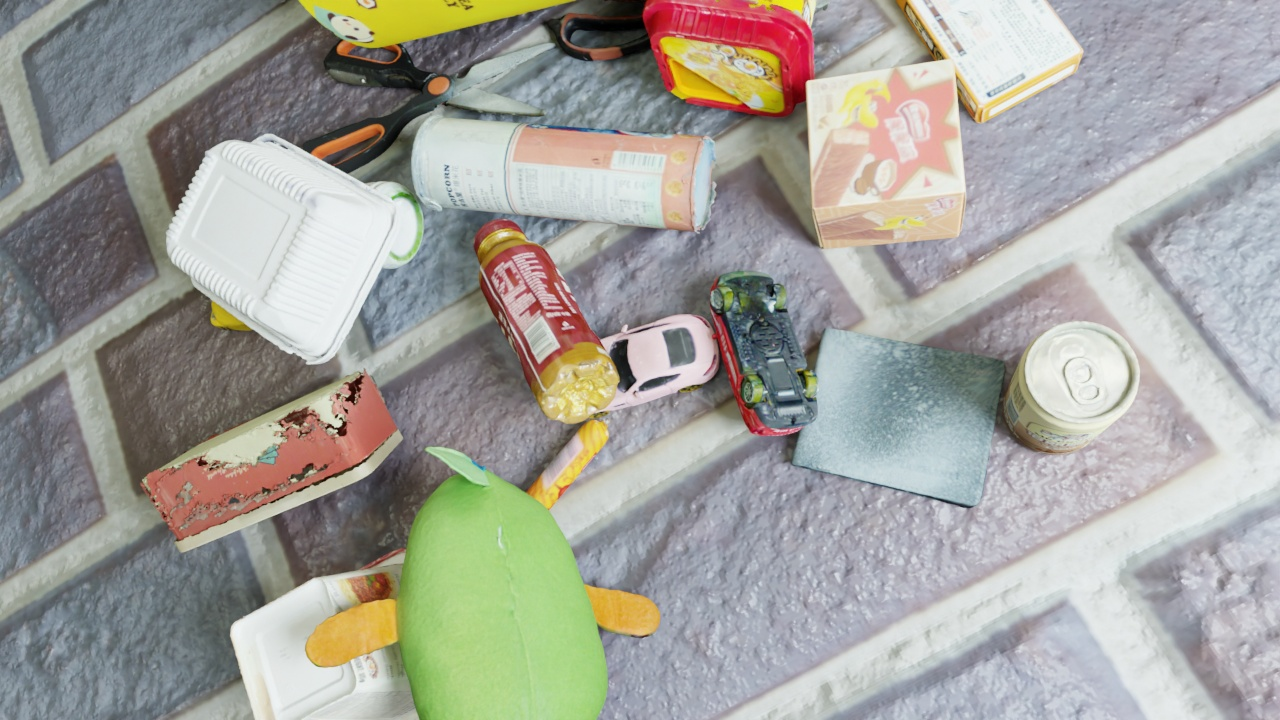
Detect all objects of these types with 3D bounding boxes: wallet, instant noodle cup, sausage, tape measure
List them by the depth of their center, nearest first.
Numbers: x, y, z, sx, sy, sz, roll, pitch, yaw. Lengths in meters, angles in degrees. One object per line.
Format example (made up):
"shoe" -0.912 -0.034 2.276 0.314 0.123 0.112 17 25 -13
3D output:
"wallet" 0.168 0.036 0.600 0.121 0.019 0.097 12 83 18
"instant noodle cup" -0.194 0.194 0.615 0.117 0.124 0.116 -29 71 8
"instant noodle cup" 0.075 -0.253 0.642 0.116 0.116 0.123 14 81 15
"sausage" -0.076 0.104 0.655 0.021 0.021 0.165 41 91 21
"instant noodle cup" -0.275 -0.091 0.676 0.173 0.060 0.138 30 93 27
"tape measure" -0.334 -0.055 0.769 0.057 0.029 0.060 2 78 17

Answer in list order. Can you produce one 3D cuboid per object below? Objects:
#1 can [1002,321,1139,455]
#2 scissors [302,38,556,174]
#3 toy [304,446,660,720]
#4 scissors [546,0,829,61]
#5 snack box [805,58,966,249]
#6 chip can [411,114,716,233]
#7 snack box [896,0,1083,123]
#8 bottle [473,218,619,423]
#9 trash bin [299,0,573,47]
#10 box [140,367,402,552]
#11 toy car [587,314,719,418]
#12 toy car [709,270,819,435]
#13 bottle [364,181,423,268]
"can" 0.243 0.019 0.527 0.058 0.116 0.058 -4 75 16
"scissors" -0.186 -0.215 0.762 0.221 0.022 0.224 37 79 26
"toy" -0.086 0.173 0.568 0.090 0.226 0.246 -52 43 45
"scissors" 0.036 -0.287 0.719 0.206 0.015 0.194 -35 69 6
"snack box" 0.162 -0.134 0.610 0.094 0.077 0.092 -4 75 16
"chip can" -0.055 -0.137 0.674 0.215 0.071 0.071 8 79 15
"snack box" 0.233 -0.247 0.643 0.075 0.026 0.153 -28 71 9
"bottle" -0.074 -0.035 0.653 0.057 0.057 0.174 -36 52 6
"trash bin" -0.126 -0.355 0.673 0.256 0.229 0.229 -8 74 25
"box" -0.274 0.066 0.676 0.168 0.091 0.079 -23 102 11
"toy car" -0.004 0.004 0.650 0.122 0.037 0.056 -17 71 14
"toy car" 0.079 -0.005 0.616 0.053 0.045 0.120 -3 64 -21
"bottle" -0.275 -0.116 0.747 0.197 0.068 0.068 8 79 21
